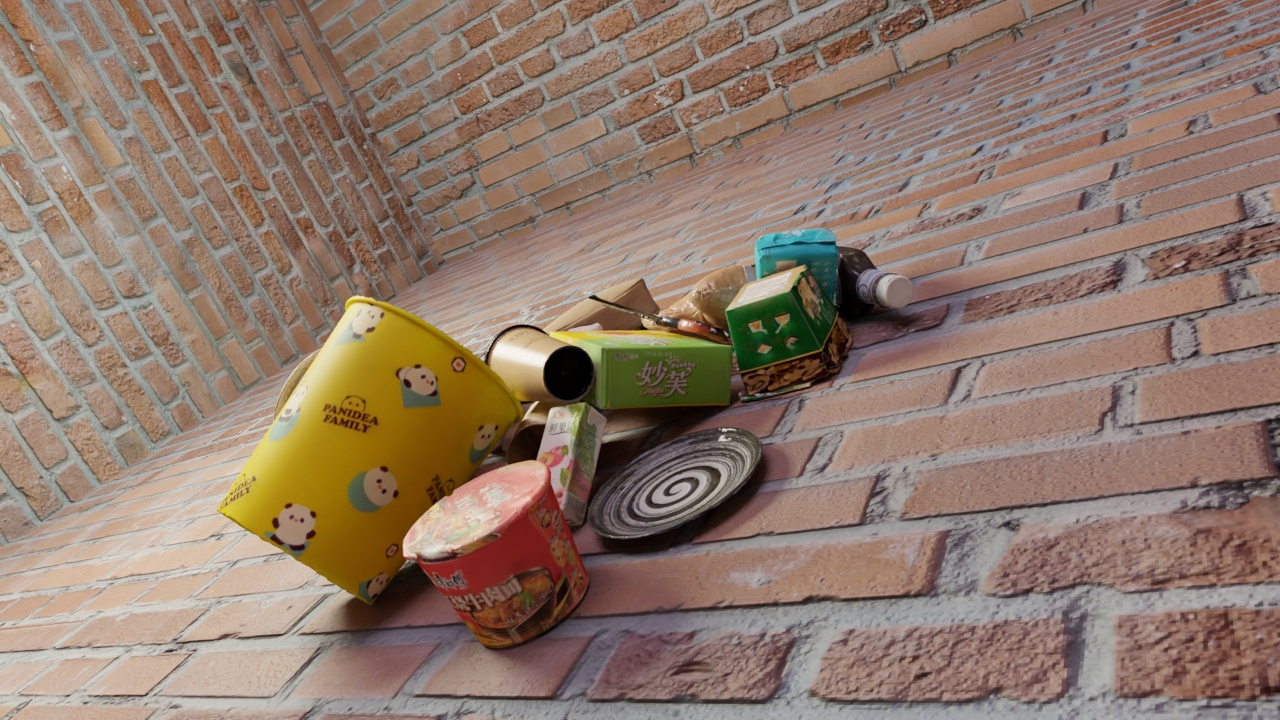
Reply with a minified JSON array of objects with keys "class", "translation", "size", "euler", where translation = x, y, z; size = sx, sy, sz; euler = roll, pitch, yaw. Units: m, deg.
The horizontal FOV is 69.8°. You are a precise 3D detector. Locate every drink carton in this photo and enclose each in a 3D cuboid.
[{"class":"drink carton","translation":[-0.075,0.107,0.936],"size":[0.054,0.045,0.122],"euler":[-12,52,36]}]

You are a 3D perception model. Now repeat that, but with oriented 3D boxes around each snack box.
[{"class":"snack box","translation":[-0.006,0.006,1.077],"size":[0.157,0.070,0.210],"euler":[-1,6,-21]},{"class":"snack box","translation":[0.155,-0.036,1.009],"size":[0.118,0.105,0.118],"euler":[-17,18,30]}]

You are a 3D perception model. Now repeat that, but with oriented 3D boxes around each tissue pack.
[{"class":"tissue pack","translation":[0.179,-0.086,1.070],"size":[0.093,0.134,0.050],"euler":[-3,37,1]}]

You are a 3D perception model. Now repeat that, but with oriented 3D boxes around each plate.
[{"class":"plate","translation":[0.033,0.119,0.861],"size":[0.179,0.024,0.179],"euler":[-23,18,8]}]

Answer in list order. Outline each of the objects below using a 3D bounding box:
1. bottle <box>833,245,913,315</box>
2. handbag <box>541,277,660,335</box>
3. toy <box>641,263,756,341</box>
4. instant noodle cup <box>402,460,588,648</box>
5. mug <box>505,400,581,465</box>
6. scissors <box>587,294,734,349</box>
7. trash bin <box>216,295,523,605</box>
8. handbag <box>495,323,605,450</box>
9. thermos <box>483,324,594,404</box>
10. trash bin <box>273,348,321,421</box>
[{"class":"bottle","translation":[0.252,-0.091,1.075],"size":[0.044,0.080,0.195],"euler":[-15,15,-13]},{"class":"handbag","translation":[-0.071,-0.044,1.406],"size":[0.204,0.100,0.148],"euler":[-30,9,-14]},{"class":"toy","translation":[0.090,-0.063,1.206],"size":[0.143,0.082,0.227],"euler":[7,-17,-26]},{"class":"instant noodle cup","translation":[-0.114,0.166,0.783],"size":[0.138,0.108,0.137],"euler":[-24,17,7]},{"class":"mug","translation":[-0.115,0.104,1.051],"size":[0.125,0.084,0.103],"euler":[-41,10,16]},{"class":"scissors","translation":[0.046,-0.043,1.105],"size":[0.188,0.015,0.227],"euler":[16,1,-40]},{"class":"trash bin","translation":[-0.288,0.101,0.975],"size":[0.230,0.229,0.254],"euler":[-2,51,55]},{"class":"handbag","translation":[-0.132,0.037,1.220],"size":[0.196,0.098,0.145],"euler":[-34,3,-21]},{"class":"thermos","translation":[-0.111,0.008,1.009],"size":[0.092,0.093,0.143],"euler":[-33,20,-24]},{"class":"trash bin","translation":[-0.335,0.094,1.208],"size":[0.192,0.228,0.226],"euler":[11,38,45]}]
